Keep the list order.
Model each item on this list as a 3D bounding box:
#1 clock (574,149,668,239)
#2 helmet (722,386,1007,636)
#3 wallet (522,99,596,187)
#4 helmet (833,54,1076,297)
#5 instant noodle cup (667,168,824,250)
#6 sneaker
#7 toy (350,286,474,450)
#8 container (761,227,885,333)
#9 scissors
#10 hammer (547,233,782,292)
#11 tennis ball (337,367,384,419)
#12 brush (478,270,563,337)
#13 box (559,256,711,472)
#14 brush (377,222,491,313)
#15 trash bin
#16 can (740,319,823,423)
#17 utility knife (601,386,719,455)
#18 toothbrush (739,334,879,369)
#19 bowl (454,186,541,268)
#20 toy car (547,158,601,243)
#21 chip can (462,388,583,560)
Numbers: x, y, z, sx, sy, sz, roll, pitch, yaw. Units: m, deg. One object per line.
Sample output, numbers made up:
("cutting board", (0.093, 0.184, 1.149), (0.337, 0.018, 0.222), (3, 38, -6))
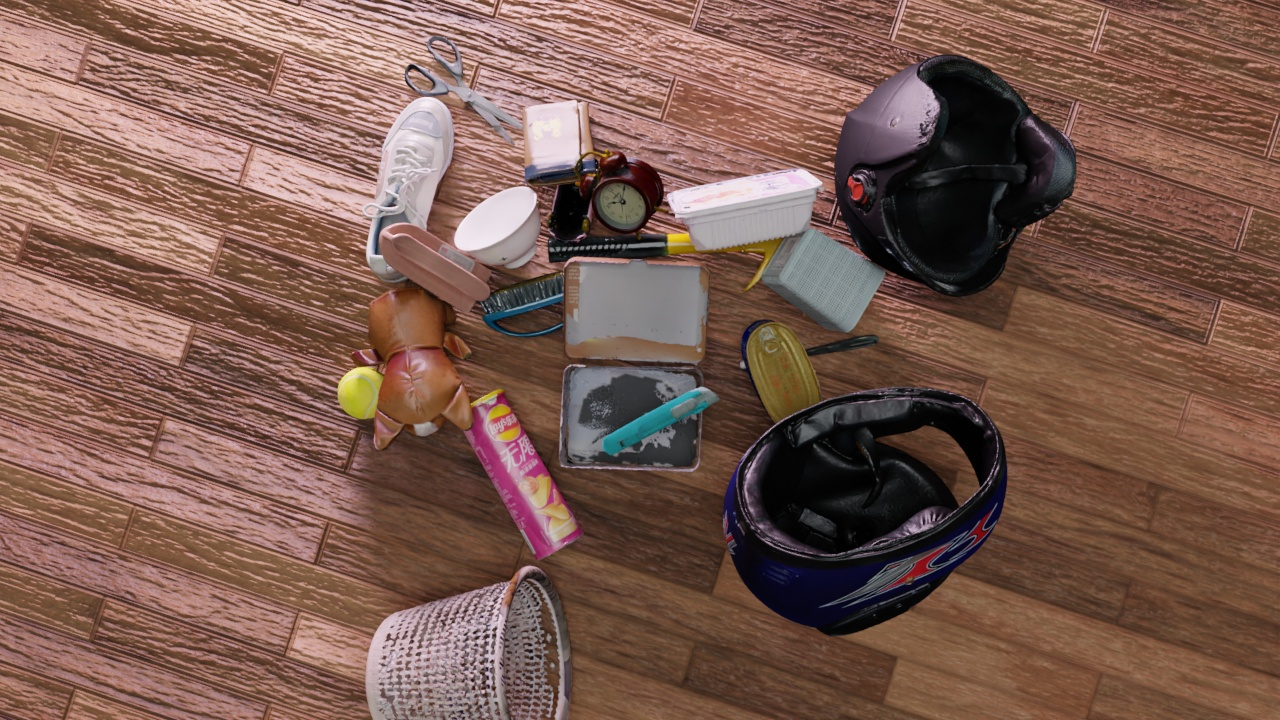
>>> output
("clock", (-0.026, -0.207, 1.114), (0.122, 0.055, 0.082), (40, 130, -14))
("helmet", (0.255, 0.177, 1.054), (0.316, 0.240, 0.247), (-18, 54, 8))
("wallet", (-0.104, -0.275, 1.157), (0.090, 0.033, 0.115), (-7, 63, 2))
("helmet", (0.339, -0.210, 1.068), (0.233, 0.230, 0.274), (10, 89, -24))
("instant noodle cup", (0.124, -0.178, 1.097), (0.173, 0.138, 0.060), (-9, 111, 0))
("sneaker", (-0.298, -0.219, 1.151), (0.089, 0.091, 0.242), (13, 89, 0))
("toy", (-0.275, 0.012, 1.122), (0.140, 0.131, 0.199), (-20, 58, -2))
("container", (0.219, -0.102, 1.125), (0.111, 0.090, 0.090), (30, 90, -13))
("scissors", (-0.230, -0.342, 1.192), (0.156, 0.014, 0.168), (-12, 92, 0))
("hammer", (0.032, -0.147, 1.171), (0.301, 0.033, 0.128), (-2, 88, 1))
("tennis ball", (-0.349, 0.041, 1.160), (0.065, 0.065, 0.065), (0, 89, 1))
("brush", (-0.130, -0.068, 1.162), (0.144, 0.055, 0.073), (-16, 94, 1))
("box", (-0.007, 0.005, 1.132), (0.179, 0.105, 0.260), (2, 90, 1))
("brush", (-0.250, -0.117, 1.108), (0.145, 0.073, 0.063), (33, 84, -36))
("trash bin", (-0.207, 0.369, 1.092), (0.192, 0.227, 0.227), (-9, 89, 13))
("can", (0.176, 0.019, 1.143), (0.074, 0.049, 0.148), (-25, 101, 0))
("utility knife", (0.022, 0.072, 1.090), (0.151, 0.013, 0.029), (-28, 94, 3))
("toothbrush", (0.216, -0.011, 1.173), (0.181, 0.018, 0.015), (-11, 86, 0))
("bowl", (-0.166, -0.156, 1.153), (0.118, 0.118, 0.065), (-34, 128, 0))
("toy car", (-0.083, -0.204, 1.166), (0.056, 0.037, 0.122), (8, 74, 10))
("chip can", (-0.152, 0.143, 1.152), (0.071, 0.071, 0.210), (-30, 89, 1))
